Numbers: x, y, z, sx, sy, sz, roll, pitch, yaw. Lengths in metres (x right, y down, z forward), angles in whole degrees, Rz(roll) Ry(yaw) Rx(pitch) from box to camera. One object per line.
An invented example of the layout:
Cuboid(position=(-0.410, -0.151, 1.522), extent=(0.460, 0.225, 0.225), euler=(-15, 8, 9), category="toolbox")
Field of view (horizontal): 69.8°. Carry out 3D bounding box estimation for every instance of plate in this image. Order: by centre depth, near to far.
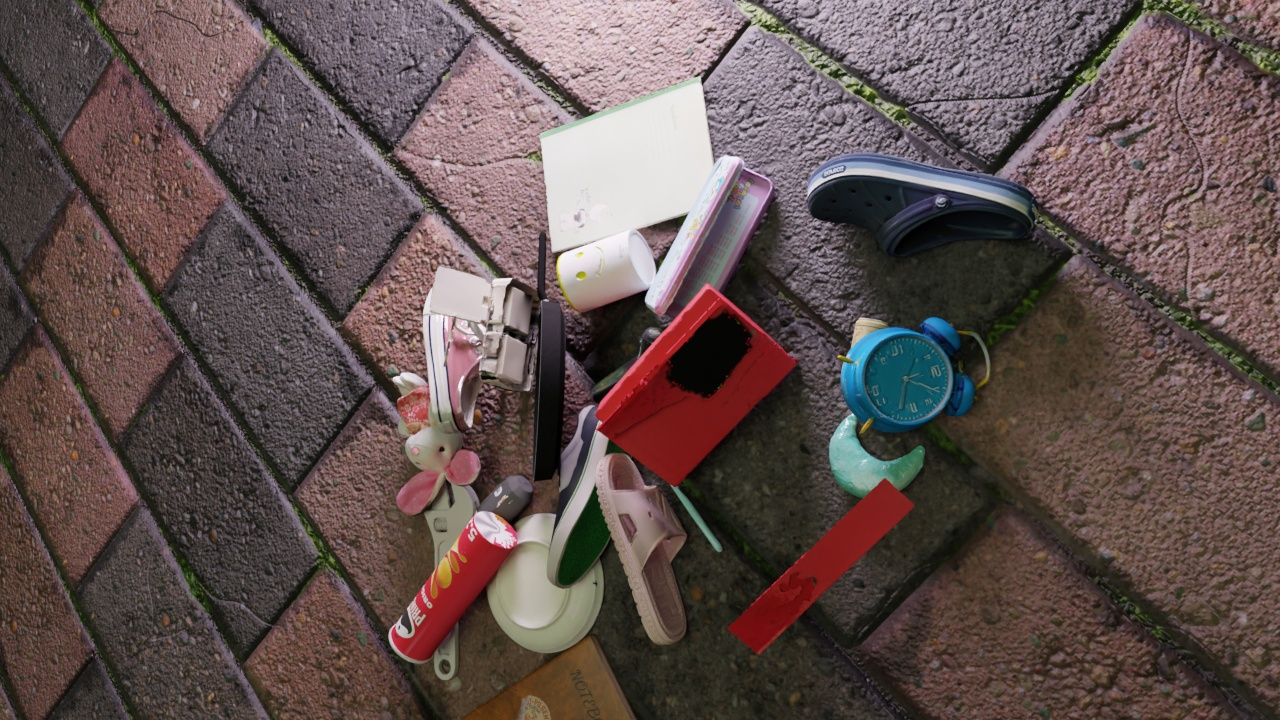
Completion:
Cuboid(position=(-0.135, 0.294, 1.212), extent=(0.183, 0.034, 0.182), euler=(-4, 81, 26), category="plate")

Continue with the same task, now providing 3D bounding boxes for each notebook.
Cuboid(position=(-0.116, 0.495, 1.185), extent=(0.250, 0.014, 0.178), euler=(-37, 68, 18), category="notebook")
Cuboid(position=(-0.021, -0.262, 1.245), extent=(0.253, 0.010, 0.181), euler=(-12, 77, 25), category="notebook")

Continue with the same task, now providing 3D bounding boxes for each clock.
Cuboid(position=(0.300, 0.015, 1.001), extent=(0.161, 0.060, 0.117), euler=(-18, 87, 0), category="clock")

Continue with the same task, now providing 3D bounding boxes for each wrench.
Cuboid(position=(-0.263, 0.306, 1.285), extent=(0.087, 0.018, 0.273), euler=(-6, 82, 26), category="wrench")

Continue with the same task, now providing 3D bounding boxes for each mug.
Cuboid(position=(-0.044, -0.116, 1.196), extent=(0.106, 0.082, 0.082), euler=(-17, 75, 23), category="mug")

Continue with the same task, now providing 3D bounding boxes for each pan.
Cuboid(position=(-0.119, -0.019, 1.180), extent=(0.034, 0.226, 0.355), euler=(3, 61, -8), category="pan")

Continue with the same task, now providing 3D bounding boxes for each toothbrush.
Cuboid(position=(0.050, 0.164, 1.147), extent=(0.016, 0.016, 0.180), euler=(-38, 67, 8), category="toothbrush")

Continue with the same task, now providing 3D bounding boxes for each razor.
Cuboid(position=(-0.007, 0.007, 1.172), extent=(0.152, 0.053, 0.067), euler=(-31, 114, 26), category="razor")

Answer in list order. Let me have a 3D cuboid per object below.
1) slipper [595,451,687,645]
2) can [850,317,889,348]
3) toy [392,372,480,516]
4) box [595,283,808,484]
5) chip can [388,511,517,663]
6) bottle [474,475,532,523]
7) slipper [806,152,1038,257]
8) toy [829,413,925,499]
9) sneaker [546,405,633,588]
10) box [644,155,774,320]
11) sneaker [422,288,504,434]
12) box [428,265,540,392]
Cuboid(position=(0.017, 0.221, 1.113), extent=(0.065, 0.094, 0.239), euler=(-23, 79, 27), category="slipper")
Cuboid(position=(0.259, -0.006, 1.052), extent=(0.038, 0.038, 0.079), euler=(11, 88, 28), category="can")
Cuboid(position=(-0.298, 0.106, 1.294), extent=(0.159, 0.084, 0.194), euler=(-27, 73, 28), category="toy")
Cuboid(position=(0.092, 0.020, 1.203), extent=(0.153, 0.325, 0.214), euler=(44, 104, 9), category="box")
Cuboid(position=(-0.250, 0.303, 1.223), extent=(0.069, 0.069, 0.221), euler=(45, 109, 25), category="chip can")
Cuboid(position=(-0.193, 0.203, 1.247), extent=(0.112, 0.047, 0.047), euler=(-45, 66, 14), category="bottle")
Cuboid(position=(0.300, -0.163, 1.015), extent=(0.253, 0.105, 0.095), euler=(11, 81, 25), category="slipper")
Cuboid(position=(0.261, 0.115, 1.040), extent=(0.105, 0.033, 0.085), euler=(27, 84, 28), category="toy")
Cuboid(position=(-0.078, 0.170, 1.174), extent=(0.079, 0.084, 0.235), euler=(13, 80, 36), category="sneaker")
Cuboid(position=(0.079, -0.149, 1.142), extent=(0.077, 0.096, 0.214), euler=(34, 99, 43), category="box")
Cuboid(position=(-0.242, -0.014, 1.265), extent=(0.088, 0.118, 0.240), euler=(-13, 59, 5), category="sneaker")
Cuboid(position=(-0.208, -0.044, 1.204), extent=(0.069, 0.191, 0.143), euler=(1, 76, 24), category="box")
